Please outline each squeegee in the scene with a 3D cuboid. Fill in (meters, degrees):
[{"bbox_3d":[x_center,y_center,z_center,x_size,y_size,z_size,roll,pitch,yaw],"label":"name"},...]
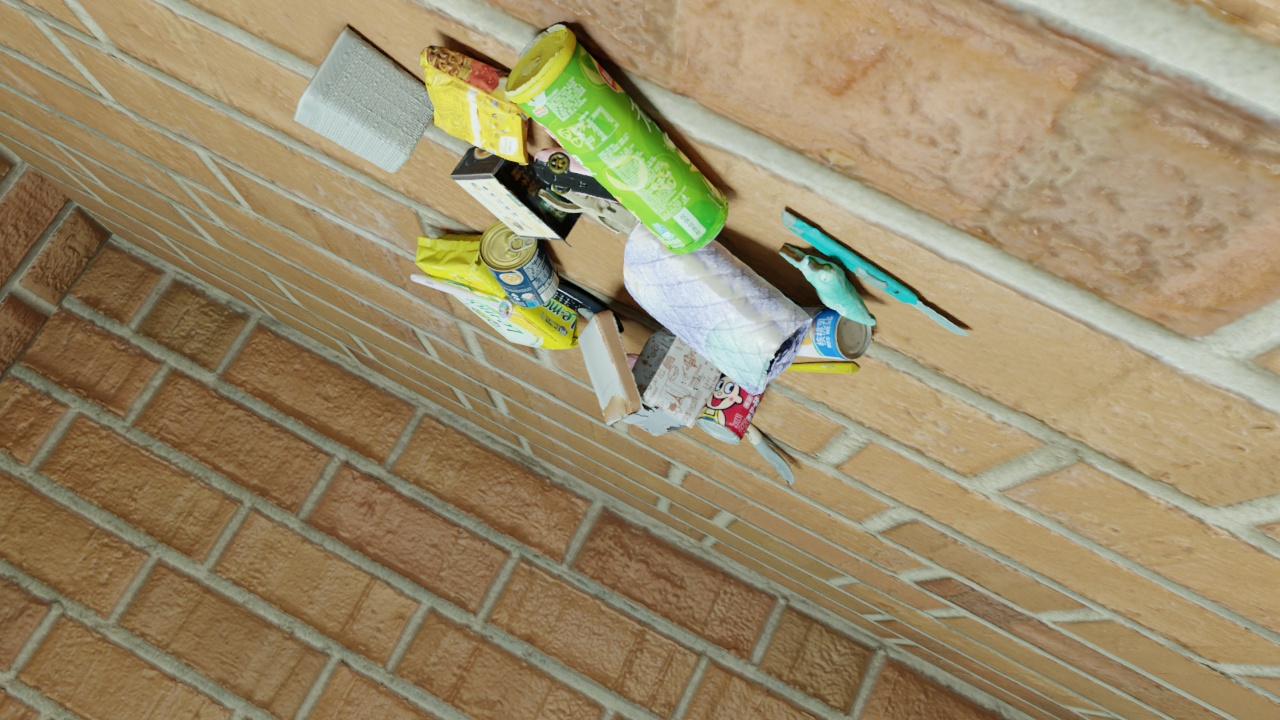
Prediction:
[{"bbox_3d":[0.177,0.126,1.459,0.246,0.039,0.247,39,174,-30],"label":"squeegee"}]

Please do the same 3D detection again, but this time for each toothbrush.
[{"bbox_3d":[-0.255,-0.095,1.290,0.189,0.029,0.021,19,-161,29],"label":"toothbrush"},{"bbox_3d":[0.194,0.012,1.112,0.015,0.016,0.190,35,163,-24],"label":"toothbrush"}]

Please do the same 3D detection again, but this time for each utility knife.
[{"bbox_3d":[0.208,-0.075,0.818,0.207,0.013,0.029,31,170,-8],"label":"utility knife"}]

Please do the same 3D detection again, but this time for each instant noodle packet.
[{"bbox_3d":[-0.150,-0.238,0.866,0.111,0.044,0.128,27,167,-1],"label":"instant noodle packet"}]

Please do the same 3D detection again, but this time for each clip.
[{"bbox_3d":[-0.062,-0.167,0.963,0.084,0.034,0.104,7,162,45],"label":"clip"}]

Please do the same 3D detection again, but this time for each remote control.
[{"bbox_3d":[-0.080,-0.080,1.280,0.136,0.024,0.053,30,163,-10],"label":"remote control"}]

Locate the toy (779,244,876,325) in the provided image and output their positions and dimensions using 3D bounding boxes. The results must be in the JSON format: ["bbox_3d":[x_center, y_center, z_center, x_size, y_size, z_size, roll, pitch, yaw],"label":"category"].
[{"bbox_3d":[0.172,-0.074,0.849,0.096,0.030,0.092,38,177,35],"label":"toy"}]

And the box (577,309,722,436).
[{"bbox_3d":[-0.009,0.007,1.202,0.178,0.152,0.183,33,164,-9],"label":"box"}]

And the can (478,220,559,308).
[{"bbox_3d":[-0.153,-0.122,1.175,0.075,0.075,0.111,23,164,19],"label":"can"}]

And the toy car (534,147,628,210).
[{"bbox_3d":[-0.043,-0.178,0.886,0.122,0.037,0.056,15,167,2],"label":"toy car"}]

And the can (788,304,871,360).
[{"bbox_3d":[0.169,-0.031,0.949,0.053,0.053,0.135,39,162,-32],"label":"can"}]

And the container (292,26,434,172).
[{"bbox_3d":[-0.277,-0.259,0.936,0.114,0.090,0.090,32,165,-22],"label":"container"}]

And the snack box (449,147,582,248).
[{"bbox_3d":[-0.131,-0.178,0.996,0.113,0.053,0.126,40,163,-35],"label":"snack box"}]

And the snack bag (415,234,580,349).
[{"bbox_3d":[-0.198,-0.100,1.337,0.158,0.068,0.246,10,155,46],"label":"snack bag"}]

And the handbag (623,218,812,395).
[{"bbox_3d":[0.073,-0.061,0.913,0.194,0.075,0.134,40,163,14],"label":"handbag"}]

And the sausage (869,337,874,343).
[{"bbox_3d":[0.186,-0.027,0.991,0.021,0.021,0.165,38,162,-32],"label":"sausage"}]

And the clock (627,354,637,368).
[{"bbox_3d":[-0.012,0.042,1.454,0.159,0.059,0.117,10,144,55],"label":"clock"}]

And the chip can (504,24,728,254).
[{"bbox_3d":[-0.013,-0.176,0.770,0.221,0.072,0.073,40,161,-34],"label":"chip can"}]

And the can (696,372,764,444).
[{"bbox_3d":[0.124,0.056,1.229,0.066,0.093,0.066,27,164,8],"label":"can"}]
